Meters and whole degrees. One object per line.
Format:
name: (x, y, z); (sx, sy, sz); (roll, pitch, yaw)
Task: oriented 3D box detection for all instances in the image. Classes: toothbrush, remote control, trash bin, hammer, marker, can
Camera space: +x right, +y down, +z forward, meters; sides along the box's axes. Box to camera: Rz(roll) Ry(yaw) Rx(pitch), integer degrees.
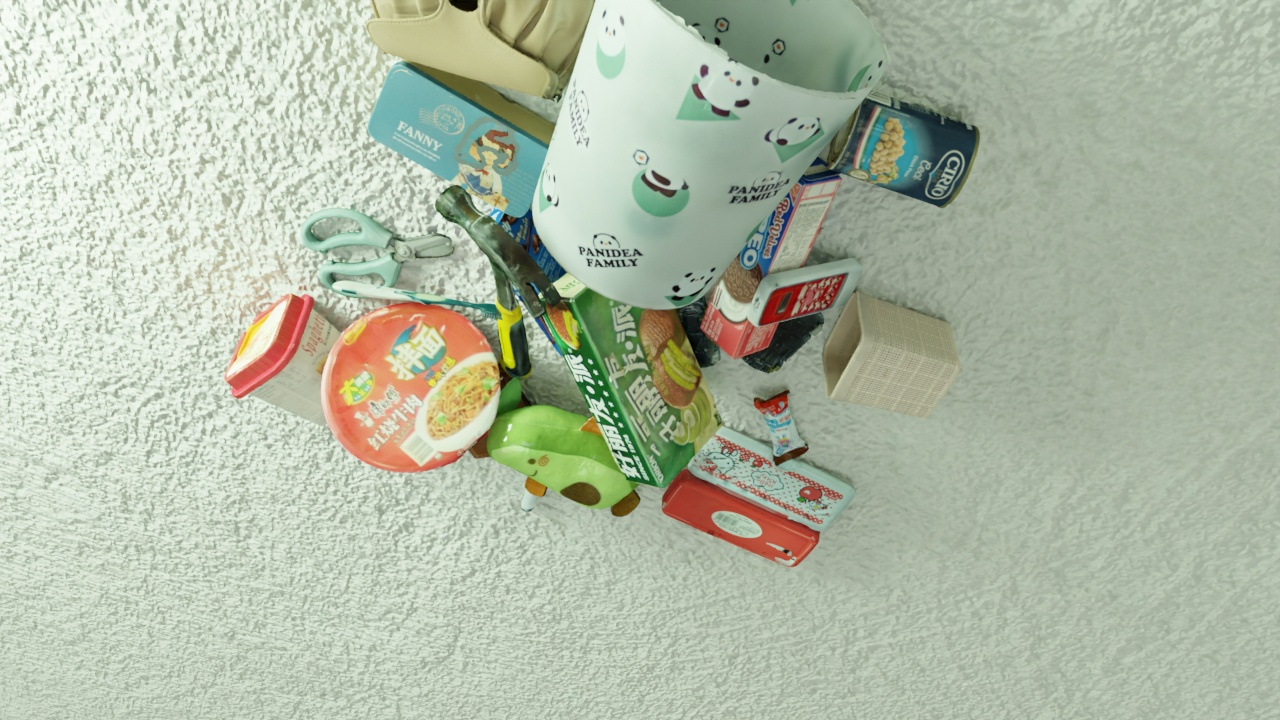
toothbrush: (-0.242, -0.066, 1.012); (0.191, 0.016, 0.018); (8, 141, -7)
remote control: (0.163, -0.067, 0.896); (0.135, 0.020, 0.056); (-13, 137, -35)
trash bin: (0.035, -0.191, 0.754); (0.229, 0.228, 0.253); (24, 134, -9)
hammer: (-0.130, -0.046, 0.907); (0.126, 0.031, 0.324); (44, 163, 12)
marker: (-0.131, 0.149, 1.175); (0.022, 0.018, 0.131); (11, 129, -11)
can: (0.228, -0.187, 0.806); (0.111, 0.075, 0.075); (18, 129, -3)

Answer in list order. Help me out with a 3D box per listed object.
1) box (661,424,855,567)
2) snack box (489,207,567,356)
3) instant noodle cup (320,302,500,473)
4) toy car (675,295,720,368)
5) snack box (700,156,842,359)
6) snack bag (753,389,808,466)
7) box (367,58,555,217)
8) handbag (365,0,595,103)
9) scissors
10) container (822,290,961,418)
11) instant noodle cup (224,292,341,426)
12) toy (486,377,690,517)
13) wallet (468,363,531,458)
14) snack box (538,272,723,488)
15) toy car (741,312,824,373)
box: (0.142, 0.171, 1.130); (0.201, 0.037, 0.158); (25, 128, -8)
snack box: (-0.103, -0.089, 0.938); (0.026, 0.084, 0.157); (-20, 122, 24)
instant noodle cup: (-0.253, 0.035, 1.027); (0.194, 0.193, 0.066); (14, 164, -1)
toy car: (0.060, -0.031, 0.986); (0.043, 0.034, 0.091); (-8, 125, 13)
snack box: (0.123, -0.100, 0.889); (0.057, 0.058, 0.208); (46, 135, 31)
snack bag: (0.162, 0.076, 1.057); (0.045, 0.026, 0.105); (-24, 123, -1)
box: (-0.167, -0.217, 0.865); (0.184, 0.059, 0.090); (25, 127, -12)
handbag: (-0.134, -0.304, 0.763); (0.204, 0.099, 0.148); (16, 125, 2)
scissors: (-0.277, -0.108, 0.999); (0.180, 0.019, 0.139); (3, 128, 6)
container: (0.257, -0.002, 0.941); (0.111, 0.089, 0.090); (15, 129, -5)
instant noodle cup: (-0.388, 0.006, 1.055); (0.117, 0.116, 0.124); (-27, 130, 28)
toy: (-0.073, 0.115, 1.076); (0.246, 0.089, 0.228); (23, 137, -23)
wallet: (-0.179, 0.062, 1.109); (0.101, 0.032, 0.124); (-13, 125, 16)
snack box: (-0.006, 0.006, 0.950); (0.063, 0.114, 0.240); (6, 129, 46)
toy car: (0.150, -0.029, 0.974); (0.049, 0.031, 0.106); (30, 129, -17)
